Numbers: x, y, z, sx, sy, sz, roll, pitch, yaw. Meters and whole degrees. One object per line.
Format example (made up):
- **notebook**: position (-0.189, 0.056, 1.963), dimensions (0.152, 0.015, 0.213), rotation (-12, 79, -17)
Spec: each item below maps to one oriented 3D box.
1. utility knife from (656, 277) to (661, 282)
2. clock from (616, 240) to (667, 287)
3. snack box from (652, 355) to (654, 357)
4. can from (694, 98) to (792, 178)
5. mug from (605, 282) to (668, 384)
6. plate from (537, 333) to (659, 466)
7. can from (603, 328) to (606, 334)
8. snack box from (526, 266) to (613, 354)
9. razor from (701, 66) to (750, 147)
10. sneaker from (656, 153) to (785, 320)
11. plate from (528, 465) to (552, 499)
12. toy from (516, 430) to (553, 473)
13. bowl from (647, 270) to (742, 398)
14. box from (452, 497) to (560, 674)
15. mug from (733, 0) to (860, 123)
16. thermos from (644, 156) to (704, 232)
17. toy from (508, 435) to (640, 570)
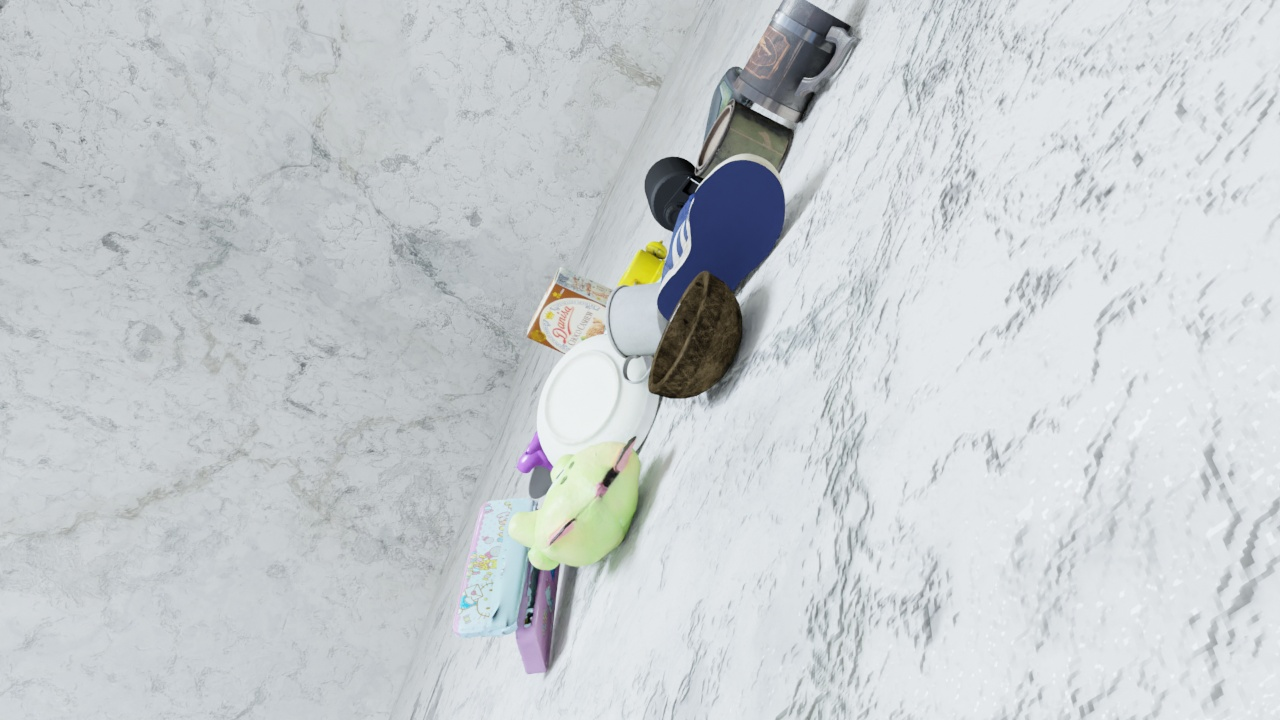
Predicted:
- **utility knife**: position (0.059, -0.123, 1.051), dimensions (0.167, 0.015, 0.022), rotation (-44, 26, 11)
- **clock**: position (0.008, -0.128, 1.360), dimensions (0.084, 0.057, 0.118), rotation (-54, 7, 48)
- **snack box**: position (-0.007, 0.007, 1.155), dimensions (0.121, 0.045, 0.181), rotation (-90, 25, -65)
- **can**: position (0.111, -0.228, 1.000), dimensions (0.090, 0.074, 0.090), rotation (-66, 10, 0)
- **mug**: position (0.011, -0.031, 1.018), dimensions (0.071, 0.084, 0.113), rotation (-4, 82, 33)
- **plate**: position (-0.060, 0.048, 1.082), dimensions (0.183, 0.034, 0.182), rotation (-18, 59, 33)
- **can**: position (-0.026, -0.031, 1.313), dimensions (0.055, 0.055, 0.101), rotation (-60, 11, 30)
- **snack box**: position (-0.092, -0.064, 1.466), dimensions (0.144, 0.147, 0.041), rotation (-55, 15, 46)
- **razor**: position (0.121, -0.335, 1.291), dimensions (0.067, 0.054, 0.151), rotation (37, 109, 62)
- **sneaker**: position (0.088, -0.145, 0.917), dimensions (0.234, 0.091, 0.118), rotation (113, 177, -51)
- **plate**: position (-0.101, 0.123, 1.307), dimensions (0.178, 0.012, 0.179), rotation (-53, -16, -23)
- **toy**: position (-0.111, 0.108, 1.182), dimensions (0.105, 0.056, 0.088), rotation (-4, -61, -62)
- **bowl**: position (0.058, -0.015, 0.837), dimensions (0.121, 0.056, 0.121), rotation (-62, 11, 20)
- **box**: position (-0.151, 0.260, 1.069), dimensions (0.213, 0.091, 0.090), rotation (-89, -9, -58)
- **mug**: position (0.165, -0.304, 0.940), dimensions (0.107, 0.080, 0.115), rotation (-60, 40, 24)
- **thermos**: position (0.052, -0.229, 1.276), dimensions (0.086, 0.086, 0.198), rotation (-63, 10, 16)
- **toy**: position (-0.059, 0.155, 0.955), dimensions (0.150, 0.107, 0.197), rotation (-52, 15, -17)
